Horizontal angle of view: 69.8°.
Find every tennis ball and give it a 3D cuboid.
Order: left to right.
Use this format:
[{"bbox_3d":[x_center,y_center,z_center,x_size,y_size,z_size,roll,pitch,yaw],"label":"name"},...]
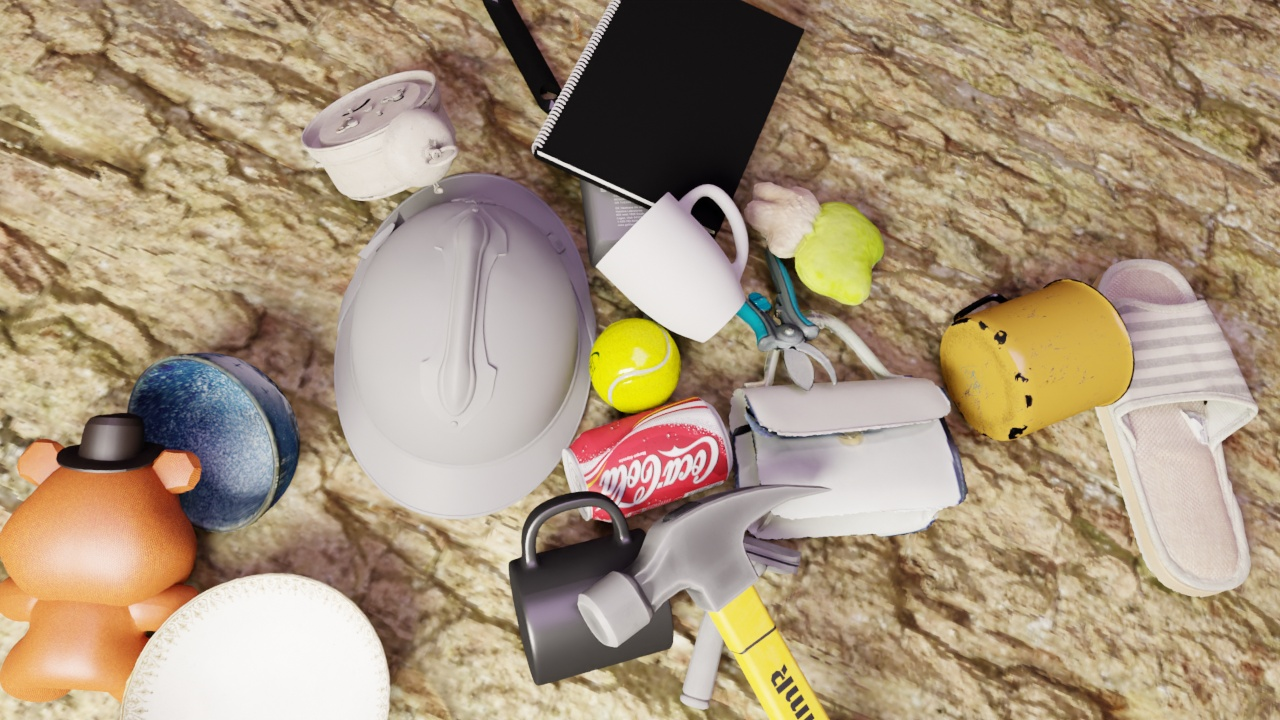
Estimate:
[{"bbox_3d":[-0.004,0.004,0.647,0.065,0.065,0.065,3,70,-9],"label":"tennis ball"}]

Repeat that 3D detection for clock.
[{"bbox_3d":[-0.170,-0.151,0.649,0.103,0.061,0.157,-41,41,-20],"label":"clock"}]

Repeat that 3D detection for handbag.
[{"bbox_3d":[0.139,0.034,0.659,0.151,0.074,0.175,-1,61,-10],"label":"handbag"}]

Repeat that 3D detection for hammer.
[{"bbox_3d":[0.106,0.225,0.560,0.169,0.034,0.324,-31,96,-24],"label":"hammer"}]

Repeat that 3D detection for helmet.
[{"bbox_3d":[-0.115,-0.038,0.615,0.183,0.118,0.270,5,68,-8],"label":"helmet"}]

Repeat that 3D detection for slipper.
[{"bbox_3d":[0.416,0.043,0.714,0.114,0.054,0.272,2,71,-4],"label":"slipper"}]

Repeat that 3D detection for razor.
[{"bbox_3d":[0.050,0.172,0.612,0.088,0.047,0.116,17,76,-3],"label":"razor"}]

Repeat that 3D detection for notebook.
[{"bbox_3d":[0.026,-0.209,0.706,0.149,0.016,0.206,24,68,-1],"label":"notebook"}]

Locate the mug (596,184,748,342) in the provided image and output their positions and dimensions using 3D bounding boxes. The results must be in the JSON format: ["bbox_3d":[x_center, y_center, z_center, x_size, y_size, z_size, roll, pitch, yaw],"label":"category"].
[{"bbox_3d":[0.037,-0.071,0.638,0.089,0.071,0.107,44,70,-5],"label":"mug"}]

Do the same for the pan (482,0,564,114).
[{"bbox_3d":[-0.145,-0.357,0.768,0.203,0.044,0.355,-24,75,-17],"label":"pan"}]

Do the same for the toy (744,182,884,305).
[{"bbox_3d":[0.134,-0.097,0.716,0.118,0.043,0.092,29,57,-3],"label":"toy"}]

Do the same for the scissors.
[{"bbox_3d":[0.097,-0.039,0.684,0.156,0.019,0.124,24,51,19],"label":"scissors"}]

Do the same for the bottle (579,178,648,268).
[{"bbox_3d":[-0.007,-0.161,0.717,0.083,0.046,0.173,-5,71,-11],"label":"bottle"}]

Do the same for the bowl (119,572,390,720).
[{"bbox_3d":[-0.218,0.202,0.539,0.145,0.063,0.145,3,70,-9],"label":"bowl"}]

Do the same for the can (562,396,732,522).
[{"bbox_3d":[0.004,0.068,0.626,0.104,0.064,0.064,-17,74,-15],"label":"can"}]

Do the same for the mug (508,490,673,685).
[{"bbox_3d":[-0.036,0.138,0.576,0.088,0.078,0.113,-12,103,-14],"label":"mug"}]

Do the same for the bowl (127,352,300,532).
[{"bbox_3d":[-0.258,0.046,0.584,0.114,0.060,0.114,5,105,20],"label":"bowl"}]

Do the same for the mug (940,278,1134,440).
[{"bbox_3d":[0.284,-0.006,0.688,0.094,0.101,0.123,-19,46,-14],"label":"mug"}]

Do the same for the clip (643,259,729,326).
[{"bbox_3d":[0.035,-0.050,0.682,0.076,0.023,0.042,-20,53,9],"label":"clip"}]

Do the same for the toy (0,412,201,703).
[{"bbox_3d":[-0.314,0.119,0.535,0.112,0.096,0.176,8,101,-7],"label":"toy"}]
